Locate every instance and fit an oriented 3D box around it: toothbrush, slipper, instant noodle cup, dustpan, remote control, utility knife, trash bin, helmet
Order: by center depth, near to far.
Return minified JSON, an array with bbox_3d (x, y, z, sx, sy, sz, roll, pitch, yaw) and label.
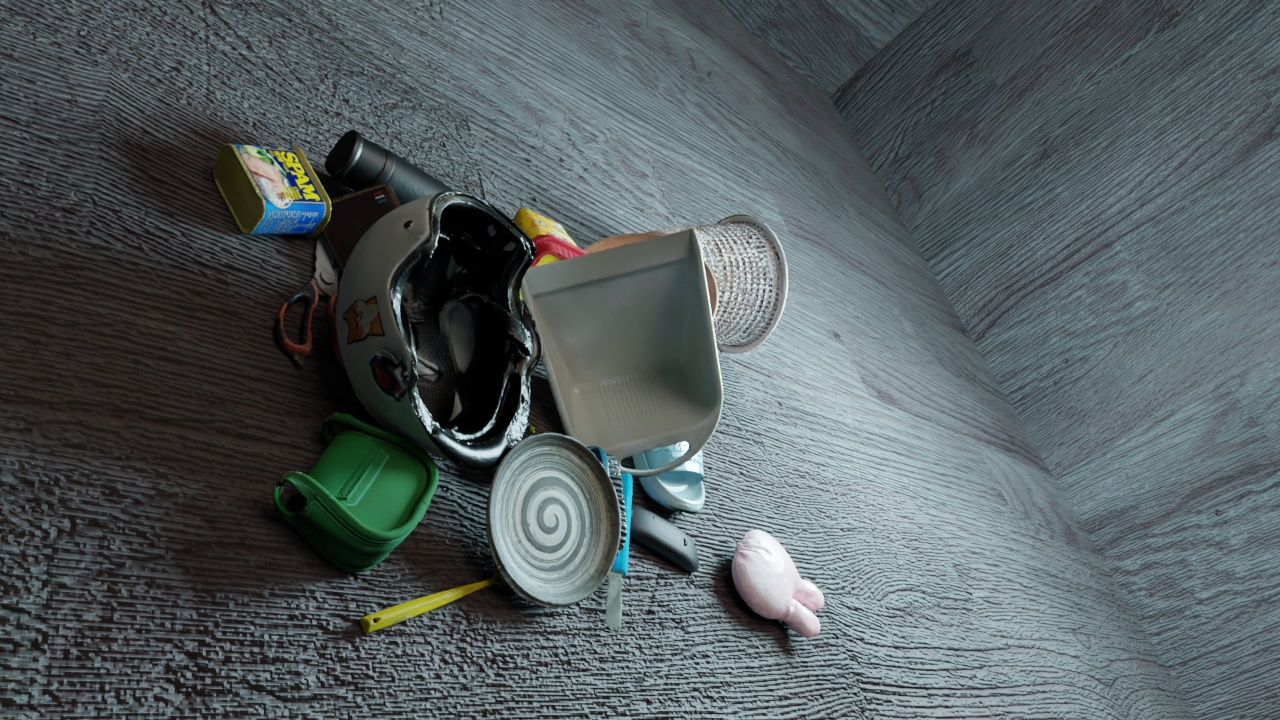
[{"bbox_3d":[-0.179,0.218,0.852,0.189,0.017,0.015,-4,62,-56],"label":"toothbrush"},{"bbox_3d":[-0.216,-0.031,0.928,0.229,0.157,0.274,-16,106,-64],"label":"helmet"},{"bbox_3d":[-0.027,0.216,1.056,0.034,0.018,0.215,3,42,-2],"label":"utility knife"},{"bbox_3d":[-0.007,0.006,1.116,0.142,0.222,0.258,-111,-171,-48],"label":"dustpan"},{"bbox_3d":[0.028,0.217,1.133,0.136,0.024,0.053,35,32,-26],"label":"remote control"},{"bbox_3d":[0.036,0.096,1.234,0.104,0.074,0.245,20,39,-44],"label":"slipper"},{"bbox_3d":[-0.136,-0.134,1.237,0.116,0.116,0.123,22,28,-40],"label":"instant noodle cup"},{"bbox_3d":[0.086,-0.123,1.443,0.191,0.228,0.227,-1,56,-39],"label":"trash bin"}]

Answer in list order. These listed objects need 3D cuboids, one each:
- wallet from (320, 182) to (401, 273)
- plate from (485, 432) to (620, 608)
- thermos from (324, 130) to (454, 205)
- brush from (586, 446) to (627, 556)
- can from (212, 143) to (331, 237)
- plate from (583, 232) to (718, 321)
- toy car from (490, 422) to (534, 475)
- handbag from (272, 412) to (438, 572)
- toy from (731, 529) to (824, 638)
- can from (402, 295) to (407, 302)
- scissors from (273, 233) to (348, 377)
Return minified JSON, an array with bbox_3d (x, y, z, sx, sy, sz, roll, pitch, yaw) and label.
[{"bbox_3d":[-0.299,-0.135,1.023,0.096,0.020,0.122,-26,72,-22],"label":"wallet"},{"bbox_3d":[-0.092,0.165,0.952,0.179,0.024,0.179,17,65,-42],"label":"plate"},{"bbox_3d":[-0.274,-0.195,1.143,0.242,0.090,0.068,31,69,-40],"label":"thermos"},{"bbox_3d":[-0.057,0.157,1.053,0.073,0.055,0.143,31,35,-33],"label":"brush"},{"bbox_3d":[-0.394,-0.182,0.980,0.083,0.057,0.102,-12,66,-56],"label":"can"},{"bbox_3d":[-0.006,-0.083,1.284,0.028,0.229,0.229,85,-13,-58],"label":"plate"},{"bbox_3d":[-0.145,0.094,1.025,0.042,0.035,0.090,36,31,-26],"label":"toy car"},{"bbox_3d":[-0.253,0.114,0.819,0.120,0.068,0.131,40,30,-15],"label":"handbag"},{"bbox_3d":[0.182,0.299,1.220,0.159,0.054,0.121,43,37,-11],"label":"toy"},{"bbox_3d":[-0.275,-0.110,1.058,0.057,0.058,0.147,-1,56,-54],"label":"can"},{"bbox_3d":[-0.329,-0.068,0.981,0.204,0.015,0.202,50,29,3],"label":"scissors"}]
